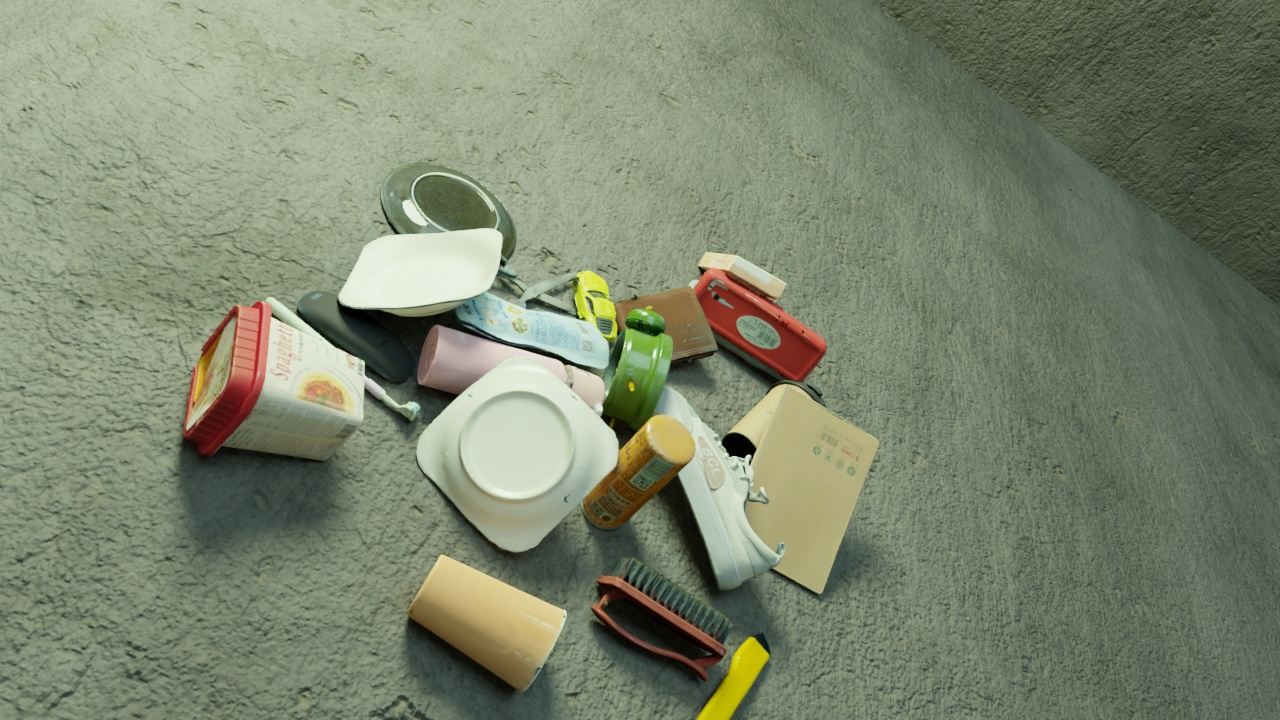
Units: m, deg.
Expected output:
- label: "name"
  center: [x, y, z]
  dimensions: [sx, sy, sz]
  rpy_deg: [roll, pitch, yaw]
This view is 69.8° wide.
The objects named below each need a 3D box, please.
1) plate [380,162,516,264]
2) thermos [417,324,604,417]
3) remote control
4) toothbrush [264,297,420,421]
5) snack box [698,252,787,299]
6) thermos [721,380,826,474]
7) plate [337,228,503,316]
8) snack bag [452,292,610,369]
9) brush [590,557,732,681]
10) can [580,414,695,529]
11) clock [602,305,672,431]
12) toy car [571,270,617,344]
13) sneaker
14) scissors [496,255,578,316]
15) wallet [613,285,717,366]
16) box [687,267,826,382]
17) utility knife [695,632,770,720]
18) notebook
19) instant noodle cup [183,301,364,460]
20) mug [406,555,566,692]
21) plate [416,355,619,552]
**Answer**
- label: "plate"
  center: [-0.232, -0.186, 1.137]
  dimensions: [0.179, 0.024, 0.179]
  rpy_deg: [21, 44, -22]
- label: "thermos"
  center: [-0.133, 0.024, 0.983]
  dimensions: [0.198, 0.067, 0.087]
  rpy_deg: [19, 14, -24]
- label: "remote control"
  center: [-0.290, -0.029, 0.947]
  dimensions: [0.136, 0.024, 0.053]
  rpy_deg: [37, 39, -5]
- label: "toothbrush"
  center: [-0.300, -0.003, 0.921]
  dimensions: [0.189, 0.029, 0.020]
  rpy_deg: [38, 80, -1]
- label: "snack box"
  center: [0.141, -0.121, 1.298]
  dimensions: [0.084, 0.026, 0.157]
  rpy_deg: [28, 1, -14]
- label: "thermos"
  center: [0.168, 0.087, 1.158]
  dimensions: [0.142, 0.093, 0.093]
  rpy_deg: [-29, 74, -41]
- label: "plate"
  center: [-0.231, -0.090, 0.993]
  dimensions: [0.163, 0.034, 0.164]
  rpy_deg: [-4, 34, 3]
- label: "snack bag"
  center: [-0.128, -0.040, 1.041]
  dimensions: [0.190, 0.039, 0.110]
  rpy_deg: [16, 32, -34]
- label: "brush"
  center: [0.023, 0.259, 0.911]
  dimensions: [0.146, 0.063, 0.069]
  rpy_deg: [35, 71, -10]
- label: "can"
  center: [-0.005, 0.117, 0.943]
  dimensions: [0.058, 0.146, 0.058]
  rpy_deg: [21, 44, -22]
- label: "clock"
  center: [-0.006, 0.006, 1.070]
  dimensions: [0.056, 0.116, 0.160]
  rpy_deg: [19, 46, -10]
- label: "toy car"
  center: [-0.055, -0.070, 1.155]
  dimensions: [0.048, 0.032, 0.105]
  rpy_deg: [8, 56, -37]
- label: "sneaker"
  center: [0.088, 0.129, 1.028]
  dimensions: [0.090, 0.089, 0.242]
  rpy_deg: [-20, 67, -3]
- label: "scissors"
  center: [-0.137, -0.086, 1.123]
  dimensions: [0.159, 0.014, 0.180]
  rpy_deg: [48, 41, -7]
- label: "wallet"
  center: [0.030, -0.040, 1.187]
  dimensions: [0.124, 0.032, 0.101]
  rpy_deg: [-13, 67, -26]
- label: "box"
  center: [0.156, -0.054, 1.285]
  dimensions: [0.201, 0.096, 0.100]
  rpy_deg: [32, 23, -8]
- label: "utility knife"
  center: [0.077, 0.341, 0.905]
  dimensions: [0.033, 0.015, 0.222]
  rpy_deg: [47, 38, 6]
- label: "notebook"
  center: [0.193, 0.152, 1.096]
  dimensions: [0.148, 0.008, 0.207]
  rpy_deg: [30, 71, -13]
- label: "instant noodle cup"
  center: [-0.319, 0.028, 0.814]
  dimensions: [0.124, 0.117, 0.116]
  rpy_deg: [24, 41, -38]
- label: "mug"
  center: [-0.136, 0.225, 0.803]
  dimensions: [0.123, 0.078, 0.078]
  rpy_deg: [31, 41, -4]
- label: "plate"
  center: [-0.121, 0.085, 0.900]
  dimensions: [0.163, 0.034, 0.164]
  rpy_deg: [43, 75, 9]
